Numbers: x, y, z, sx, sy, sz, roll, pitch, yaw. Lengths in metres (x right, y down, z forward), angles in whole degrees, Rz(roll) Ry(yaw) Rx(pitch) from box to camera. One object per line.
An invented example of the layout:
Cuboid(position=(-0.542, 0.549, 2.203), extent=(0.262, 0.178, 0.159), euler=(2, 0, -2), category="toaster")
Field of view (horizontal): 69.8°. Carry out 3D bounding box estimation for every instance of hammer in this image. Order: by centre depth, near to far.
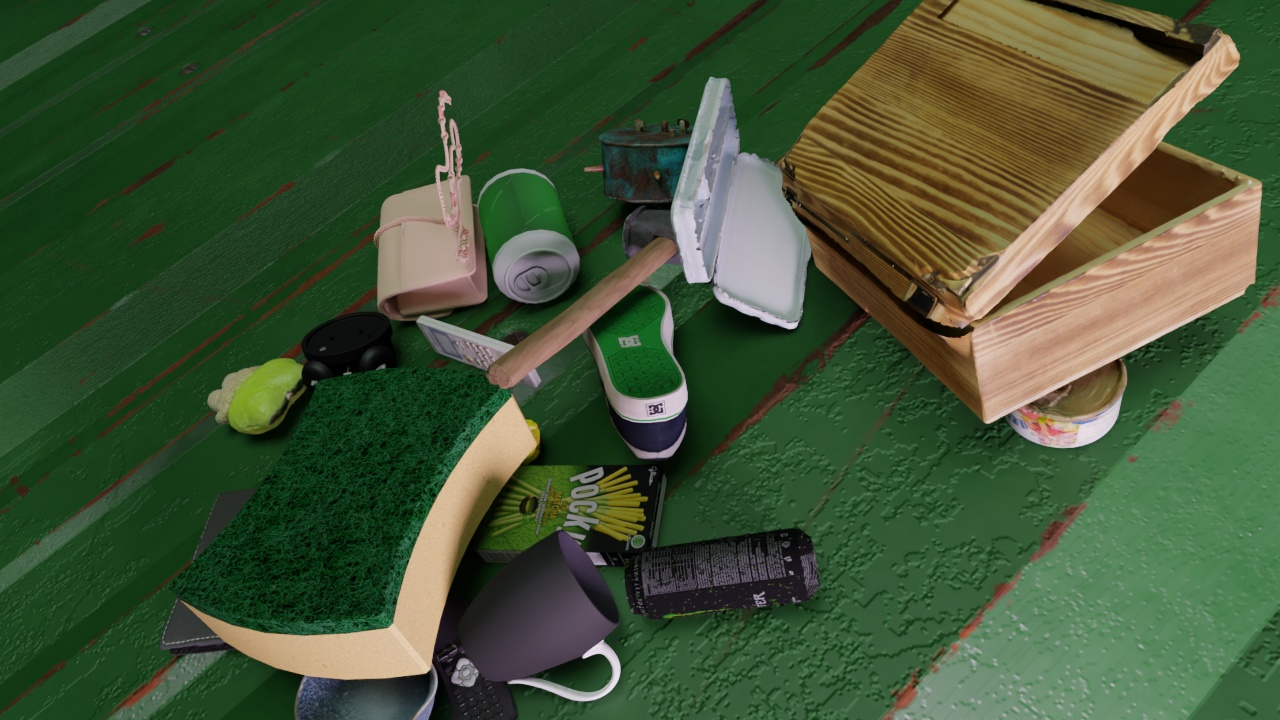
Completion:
Cuboid(position=(-0.026, -0.062, 0.816), extent=(0.098, 0.052, 0.327), euler=(11, 34, 27), category="hammer")

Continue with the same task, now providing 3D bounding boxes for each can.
Cuboid(position=(0.060, 0.157, 0.672), extent=(0.138, 0.054, 0.053), euler=(-10, 49, 11), category="can")
Cuboid(position=(0.321, 0.022, 0.700), extent=(0.086, 0.043, 0.086), euler=(-10, 49, 12), category="can")
Cuboid(position=(-0.118, -0.130, 0.953), extent=(0.088, 0.088, 0.139), euler=(-21, 48, 1), category="can")

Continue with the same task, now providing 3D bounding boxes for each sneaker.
Cuboid(position=(-0.005, 0.004, 0.819), extent=(0.084, 0.079, 0.235), euler=(-7, 31, -4), category="sneaker")

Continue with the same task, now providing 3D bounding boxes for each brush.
Cuboid(position=(-0.217, 0.118, 0.729), extent=(0.195, 0.075, 0.249), euler=(0, 44, 23), category="brush")

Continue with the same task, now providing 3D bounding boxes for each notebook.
Cuboid(position=(-0.305, 0.175, 0.806), extent=(0.209, 0.029, 0.169), euler=(-11, 47, 15), category="notebook")

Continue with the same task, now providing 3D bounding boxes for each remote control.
Cuboid(position=(-0.136, 0.234, 0.708), extent=(0.046, 0.009, 0.124), euler=(-31, 48, -7), category="remote control")
Cuboid(position=(-0.159, -0.009, 0.891), extent=(0.136, 0.050, 0.011), euler=(17, 59, 30), category="remote control")

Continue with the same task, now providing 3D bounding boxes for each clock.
Cuboid(position=(-0.290, -0.004, 0.916), extent=(0.091, 0.043, 0.120), euler=(-14, 30, -6), category="clock")
Cuboid(position=(0.028, -0.218, 0.967), extent=(0.121, 0.073, 0.157), euler=(14, 28, 34), category="clock")

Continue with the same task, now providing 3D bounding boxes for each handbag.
Cuboid(position=(-0.238, -0.163, 0.955), extent=(0.116, 0.187, 0.198), euler=(-11, 53, 1), category="handbag")

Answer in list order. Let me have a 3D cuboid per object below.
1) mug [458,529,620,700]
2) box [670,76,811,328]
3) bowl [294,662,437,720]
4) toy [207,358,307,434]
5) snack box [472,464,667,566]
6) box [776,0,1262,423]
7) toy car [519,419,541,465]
Cuboid(position=(-0.070, 0.201, 0.675), extent=(0.100, 0.085, 0.119), euler=(-34, 78, 3), category="mug")
Cuboid(position=(0.091, -0.145, 0.857), extent=(0.084, 0.186, 0.210), euler=(-17, 45, 35), category="box")
Cuboid(position=(-0.195, 0.253, 0.682), extent=(0.110, 0.055, 0.110), euler=(-10, 49, 11), category="bowl")
Cuboid(position=(-0.396, 0.035, 0.944), extent=(0.115, 0.046, 0.091), euler=(3, 51, 30), category="toy")
Cuboid(position=(-0.057, 0.127, 0.758), extent=(0.148, 0.025, 0.080), euler=(-3, 51, 18), category="snack box")
Cuboid(position=(0.259, -0.140, 0.713), extent=(0.258, 0.221, 0.279), euler=(-28, 37, -2), category="box")
Cuboid(position=(-0.139, 0.083, 0.822), extent=(0.107, 0.030, 0.049), euler=(-16, 49, 8), category="toy car")
